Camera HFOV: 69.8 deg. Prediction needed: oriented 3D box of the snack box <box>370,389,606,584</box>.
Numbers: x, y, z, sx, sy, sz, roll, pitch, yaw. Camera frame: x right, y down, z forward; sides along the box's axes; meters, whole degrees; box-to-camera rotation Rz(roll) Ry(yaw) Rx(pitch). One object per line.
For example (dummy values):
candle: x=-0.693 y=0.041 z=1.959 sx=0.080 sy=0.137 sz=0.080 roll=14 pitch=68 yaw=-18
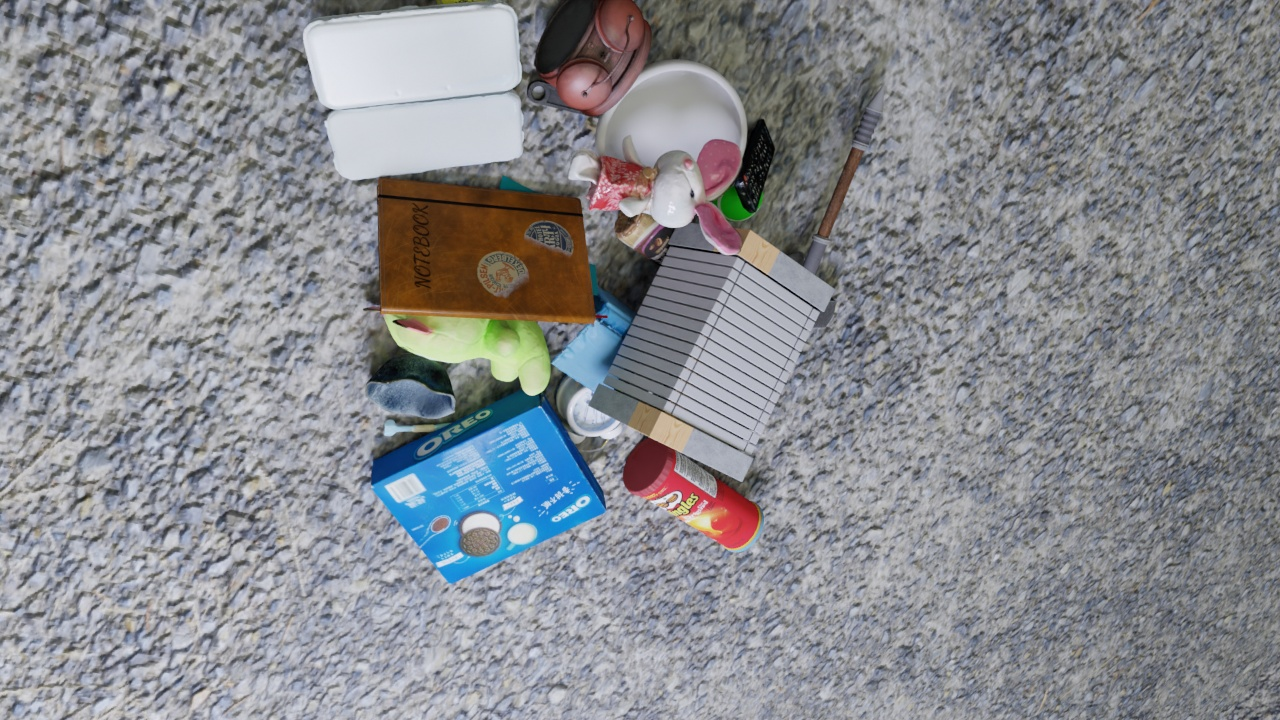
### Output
snack box: x=-0.189 y=0.161 z=1.171 sx=0.239 sy=0.056 sz=0.196 roll=-26 pitch=122 yaw=3

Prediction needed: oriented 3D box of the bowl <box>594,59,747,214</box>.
bowl: x=0.029 y=-0.259 z=1.049 sx=0.176 sy=0.066 sz=0.177 roll=-8 pitch=123 yaw=-13

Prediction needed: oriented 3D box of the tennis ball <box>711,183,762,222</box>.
tennis ball: x=0.118 y=-0.204 z=1.132 sx=0.065 sy=0.065 sz=0.065 roll=-9 pitch=117 yaw=-18

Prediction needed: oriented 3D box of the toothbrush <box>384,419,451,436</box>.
toothbrush: x=-0.244 y=0.084 z=1.159 sx=0.154 sy=0.016 sz=0.022 roll=0 pitch=104 yaw=-23

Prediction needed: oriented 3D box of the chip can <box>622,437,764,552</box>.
chip can: x=0.078 y=0.193 z=1.300 sx=0.213 sy=0.087 sz=0.087 roll=36 pitch=98 yaw=-32

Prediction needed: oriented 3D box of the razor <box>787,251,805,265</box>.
razor: x=0.168 y=-0.120 z=1.211 sx=0.116 sy=0.047 sz=0.088 roll=-20 pitch=121 yaw=-21

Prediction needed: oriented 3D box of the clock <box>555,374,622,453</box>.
clock: x=-0.064 y=0.066 z=1.203 sx=0.088 sy=0.052 sz=0.125 roll=-8 pitch=120 yaw=-19

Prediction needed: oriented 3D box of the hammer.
hammer: x=0.245 y=-0.191 z=1.170 sx=0.155 sy=0.043 sz=0.323 roll=-2 pitch=119 yaw=-47

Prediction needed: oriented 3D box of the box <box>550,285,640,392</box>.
box: x=-0.008 y=0.009 z=1.172 sx=0.231 sy=0.094 sz=0.112 roll=35 pitch=100 yaw=-33

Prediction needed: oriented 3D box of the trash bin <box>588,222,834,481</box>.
trash bin: x=0.081 y=-0.015 z=1.067 sx=0.142 sy=0.142 sz=0.247 roll=28 pitch=86 yaw=-32

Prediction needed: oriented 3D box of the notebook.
notebook: x=-0.163 y=-0.127 z=1.021 sx=0.249 sy=0.178 sz=0.014 roll=2 pitch=155 yaw=-22

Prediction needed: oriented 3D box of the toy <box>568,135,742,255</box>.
toy: x=0.019 y=-0.189 z=0.988 sx=0.194 sy=0.158 sz=0.084 roll=11 pitch=149 yaw=-7

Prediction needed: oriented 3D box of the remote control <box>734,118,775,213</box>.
remote control: x=0.134 y=-0.233 z=1.095 sx=0.022 sy=0.149 sz=0.047 roll=-10 pitch=126 yaw=27

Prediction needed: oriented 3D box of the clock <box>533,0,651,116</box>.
clock: x=-0.048 y=-0.322 z=0.956 sx=0.072 sy=0.157 sz=0.121 roll=26 pitch=103 yaw=-36

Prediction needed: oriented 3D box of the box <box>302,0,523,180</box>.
box: x=-0.225 y=-0.272 z=0.944 sx=0.209 sy=0.045 sz=0.192 roll=-9 pitch=138 yaw=-13

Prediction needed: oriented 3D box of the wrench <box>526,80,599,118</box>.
wrench: x=-0.002 y=-0.283 z=1.076 sx=0.272 sy=0.018 sz=0.073 roll=8 pitch=114 yaw=-23

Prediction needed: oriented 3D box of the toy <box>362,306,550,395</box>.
toy: x=-0.199 y=-0.036 z=1.050 sx=0.196 sy=0.150 sz=0.107 roll=32 pitch=83 yaw=-32

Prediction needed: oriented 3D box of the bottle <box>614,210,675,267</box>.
bottle: x=0.046 y=-0.137 z=1.140 sx=0.166 sy=0.059 sz=0.060 roll=31 pitch=100 yaw=-31

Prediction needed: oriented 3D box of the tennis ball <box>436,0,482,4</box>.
tennis ball: x=-0.175 y=-0.370 z=0.934 sx=0.065 sy=0.065 sz=0.065 roll=-9 pitch=117 yaw=-18

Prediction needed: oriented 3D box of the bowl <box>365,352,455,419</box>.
bowl: x=-0.268 y=0.025 z=1.085 sx=0.110 sy=0.111 sz=0.055 roll=19 pitch=62 yaw=-28
